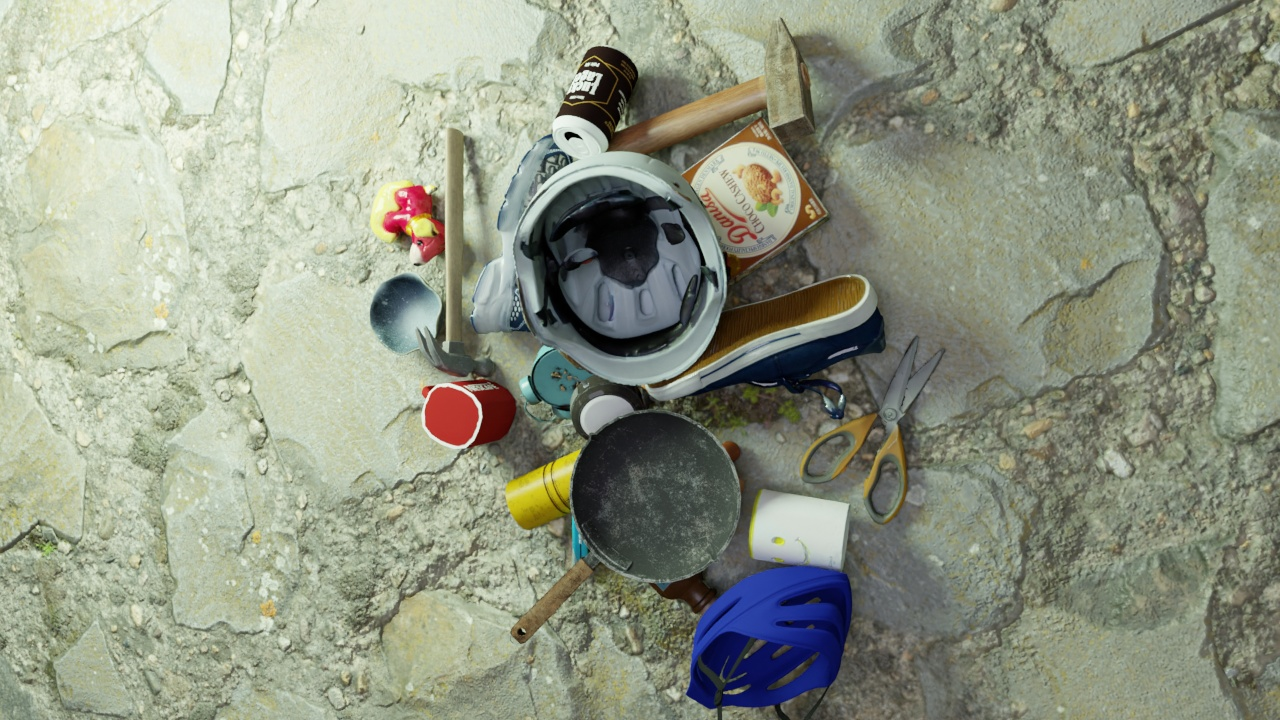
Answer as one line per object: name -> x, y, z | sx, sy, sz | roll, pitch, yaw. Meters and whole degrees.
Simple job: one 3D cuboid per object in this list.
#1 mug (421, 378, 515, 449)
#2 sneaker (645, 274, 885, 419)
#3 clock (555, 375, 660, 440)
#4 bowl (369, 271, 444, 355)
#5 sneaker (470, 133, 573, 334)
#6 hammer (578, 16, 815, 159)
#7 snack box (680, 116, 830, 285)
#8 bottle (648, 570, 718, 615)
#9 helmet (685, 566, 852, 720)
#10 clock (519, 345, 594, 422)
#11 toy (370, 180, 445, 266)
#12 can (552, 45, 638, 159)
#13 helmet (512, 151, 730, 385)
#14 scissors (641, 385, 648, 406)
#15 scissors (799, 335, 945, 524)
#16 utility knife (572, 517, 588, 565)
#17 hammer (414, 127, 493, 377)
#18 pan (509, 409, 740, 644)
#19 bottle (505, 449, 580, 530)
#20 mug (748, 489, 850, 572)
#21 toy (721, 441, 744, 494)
mug -> -0.236, 0.062, 1.198 | 0.116, 0.096, 0.080 | 23, 99, 16
sneaker -> 0.150, 0.007, 1.082 | 0.295, 0.120, 0.127 | -19, 126, 22
clock -> -0.036, 0.063, 1.131 | 0.122, 0.043, 0.091 | 14, 117, -12
bowl -> -0.306, -0.062, 1.239 | 0.110, 0.055, 0.110 | 0, 91, 18
sneaker -> -0.116, -0.145, 1.164 | 0.132, 0.103, 0.269 | 19, 98, 2
hammer -> 0.056, -0.293, 1.102 | 0.301, 0.037, 0.157 | -15, 60, 26
snack box -> 0.126, -0.188, 1.097 | 0.147, 0.041, 0.143 | -34, 82, 16
bottle -> 0.035, 0.252, 1.130 | 0.157, 0.067, 0.068 | 44, 104, 12
helmet -> 0.146, 0.351, 1.021 | 0.147, 0.227, 0.242 | 36, 120, -20
clock -> -0.101, 0.025, 1.161 | 0.090, 0.053, 0.124 | 30, 110, -19
toy -> -0.307, -0.192, 1.237 | 0.137, 0.067, 0.106 | 42, 101, 25
can -> -0.054, -0.314, 1.114 | 0.072, 0.072, 0.128 | 14, 69, 17
helmet -> -0.018, -0.115, 1.066 | 0.237, 0.163, 0.264 | -17, 115, 14
scissors -> -0.021, -0.001, 1.170 | 0.084, 0.012, 0.133 | 11, 96, 17
scissors -> 0.291, 0.085, 1.066 | 0.166, 0.016, 0.225 | 44, 104, 12
utility knife -> -0.079, 0.208, 1.153 | 0.022, 0.015, 0.159 | -8, 127, -10
hammer -> -0.241, -0.144, 1.202 | 0.031, 0.119, 0.331 | -4, 82, 33
pan -> -0.034, 0.213, 1.092 | 0.207, 0.040, 0.357 | 45, 101, 7
bottle -> -0.084, 0.155, 1.165 | 0.164, 0.071, 0.071 | -25, 84, 18
mug -> 0.186, 0.199, 1.071 | 0.106, 0.082, 0.082 | 7, 94, 17
toy -> 0.085, 0.164, 1.122 | 0.095, 0.065, 0.128 | 4, 102, 26
